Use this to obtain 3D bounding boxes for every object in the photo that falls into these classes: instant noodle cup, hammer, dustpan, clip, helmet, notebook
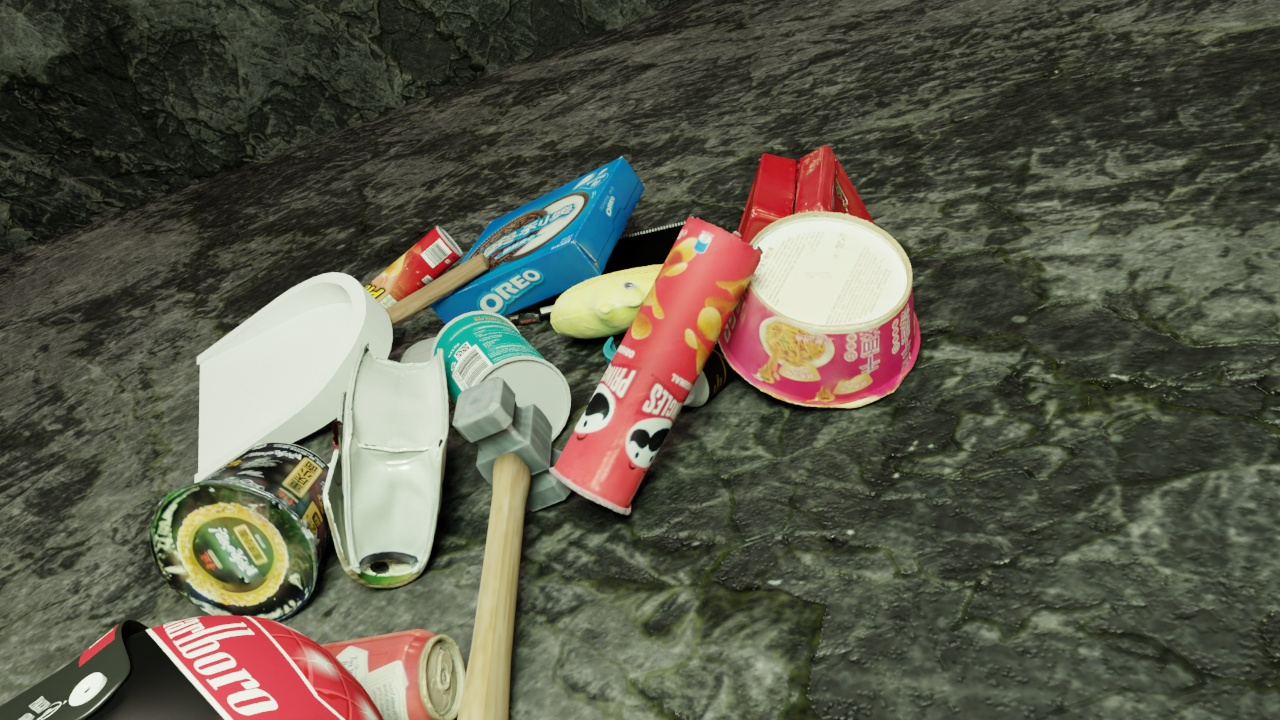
[{"bbox_3d":[0.154,-0.054,0.779,0.178,0.078,0.178,-1,50,2],"label":"instant noodle cup"},{"bbox_3d":[-0.323,-0.039,1.101,0.329,0.052,0.098,-28,36,11],"label":"hammer"},{"bbox_3d":[-0.409,0.002,1.043,0.258,0.053,0.191,-25,52,6],"label":"dustpan"},{"bbox_3d":[0.010,0.001,0.911,0.121,0.031,0.130,-19,28,-5],"label":"clip"},{"bbox_3d":[-0.100,0.153,0.653,0.051,0.117,0.322,-23,36,16],"label":"hammer"},{"bbox_3d":[-0.242,0.242,0.472,0.271,0.198,0.224,13,51,46],"label":"helmet"},{"bbox_3d":[-0.326,0.140,0.790,0.137,0.137,0.112,-16,18,9],"label":"instant noodle cup"},{"bbox_3d":[-0.021,-0.117,1.123,0.207,0.016,0.148,-12,31,6],"label":"notebook"}]

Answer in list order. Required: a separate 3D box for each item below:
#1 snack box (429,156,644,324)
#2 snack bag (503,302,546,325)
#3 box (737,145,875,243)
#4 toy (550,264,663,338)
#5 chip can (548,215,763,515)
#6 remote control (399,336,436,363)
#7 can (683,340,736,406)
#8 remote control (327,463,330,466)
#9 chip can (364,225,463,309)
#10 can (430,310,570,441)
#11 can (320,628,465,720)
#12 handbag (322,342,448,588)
[{"bbox_3d":[-0.124,-0.140,1.127,0.239,0.056,0.195,-19,31,33],"label":"snack box"},{"bbox_3d":[-0.126,-0.090,1.161,0.075,0.018,0.154,-3,34,28],"label":"snack bag"},{"bbox_3d":[0.146,-0.128,0.944,0.156,0.147,0.157,-20,26,26],"label":"box"},{"bbox_3d":[-0.016,-0.064,0.980,0.170,0.064,0.154,-17,3,4],"label":"toy"},{"bbox_3d":[0.014,0.003,0.728,0.073,0.073,0.233,27,88,54],"label":"chip can"},{"bbox_3d":[-0.250,0.018,1.056,0.074,0.019,0.150,-14,30,12],"label":"remote control"},{"bbox_3d":[0.068,-0.018,0.852,0.072,0.072,0.128,11,41,44],"label":"can"},{"bbox_3d":[-0.309,0.123,0.906,0.143,0.024,0.050,-37,32,-28],"label":"remote control"},{"bbox_3d":[-0.327,-0.086,1.186,0.215,0.052,0.051,-39,29,3],"label":"chip can"},{"bbox_3d":[-0.140,0.020,0.895,0.099,0.099,0.144,-28,29,-14],"label":"can"},{"bbox_3d":[-0.206,0.225,0.618,0.170,0.067,0.067,-13,29,14],"label":"can"},{"bbox_3d":[-0.220,0.082,0.801,0.096,0.142,0.198,5,23,-16],"label":"handbag"}]
